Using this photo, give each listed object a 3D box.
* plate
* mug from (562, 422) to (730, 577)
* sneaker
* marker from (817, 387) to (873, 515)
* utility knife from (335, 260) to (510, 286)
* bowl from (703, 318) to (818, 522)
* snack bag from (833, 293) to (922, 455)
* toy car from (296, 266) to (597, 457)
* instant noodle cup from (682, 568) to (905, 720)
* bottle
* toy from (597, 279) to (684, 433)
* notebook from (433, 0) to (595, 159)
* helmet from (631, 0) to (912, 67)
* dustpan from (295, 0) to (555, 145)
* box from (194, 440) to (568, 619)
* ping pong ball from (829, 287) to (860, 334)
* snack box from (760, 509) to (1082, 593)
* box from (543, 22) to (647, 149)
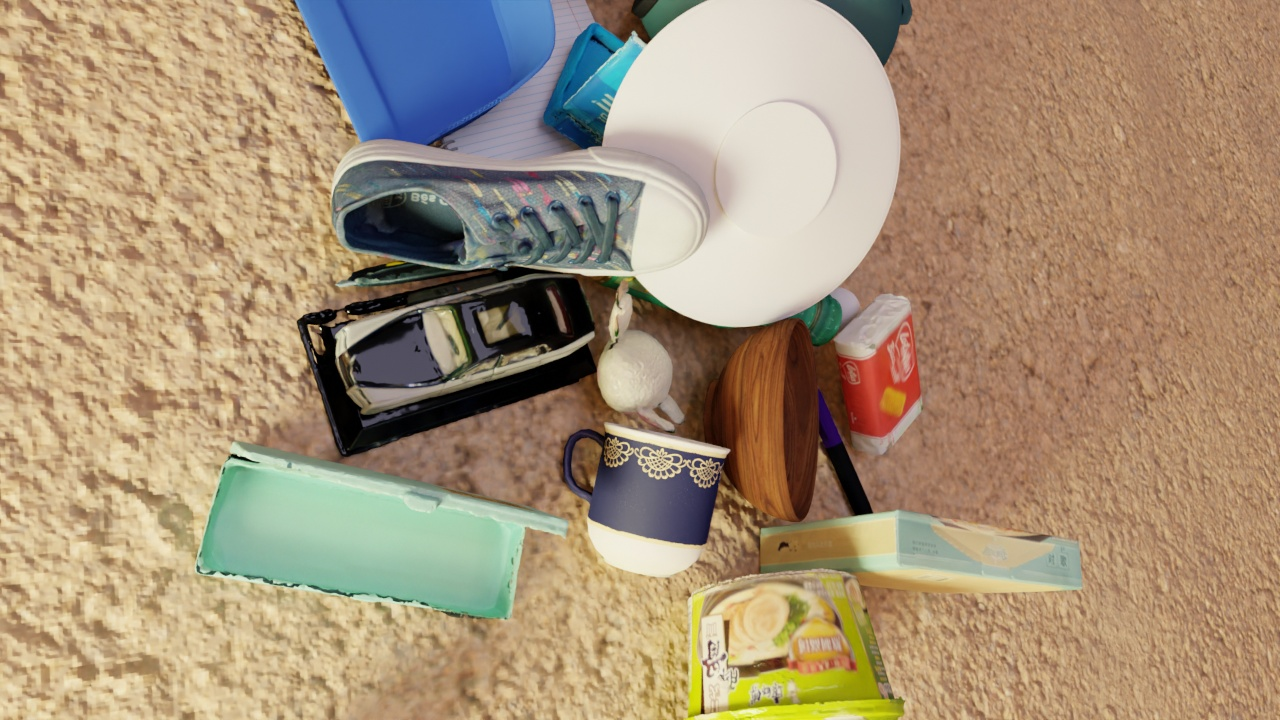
[{"bbox_3d":[0.086,-0.130,0.624,0.229,0.030,0.230,-6,110,-18],"label":"plate"},{"bbox_3d":[-0.004,0.091,0.616,0.112,0.085,0.089,11,87,16],"label":"mug"},{"bbox_3d":[-0.073,-0.081,0.562,0.235,0.088,0.079,4,38,-5],"label":"sneaker"},{"bbox_3d":[0.166,0.083,0.757,0.015,0.018,0.134,-24,91,8],"label":"marker"},{"bbox_3d":[-0.121,-0.066,0.612,0.172,0.029,0.020,-17,108,-33],"label":"utility knife"},{"bbox_3d":[0.085,0.043,0.676,0.147,0.069,0.147,0,90,-70],"label":"bowl"},{"bbox_3d":[0.198,0.012,0.758,0.076,0.036,0.116,-40,127,-33],"label":"snack bag"},{"bbox_3d":[-0.106,-0.015,0.584,0.191,0.071,0.094,-17,85,-33],"label":"toy car"},{"bbox_3d":[0.096,0.199,0.614,0.146,0.147,0.097,10,61,-30],"label":"instant noodle cup"},{"bbox_3d":[0.063,-0.059,0.700,0.209,0.068,0.068,18,68,-27],"label":"bottle"},{"bbox_3d":[-0.004,0.004,0.643,0.112,0.050,0.087,59,22,-8],"label":"toy"},{"bbox_3d":[-0.097,-0.224,0.680,0.177,0.013,0.245,-25,91,-36],"label":"notebook"},{"bbox_3d":[0.122,-0.304,0.745,0.200,0.177,0.274,31,49,-17],"label":"helmet"},{"bbox_3d":[-0.112,-0.278,0.642,0.256,0.060,0.245,-26,91,-38],"label":"dustpan"},{"bbox_3d":[-0.140,0.097,0.518,0.188,0.093,0.077,19,67,-27],"label":"box"},{"bbox_3d":[0.165,-0.042,0.776,0.040,0.040,0.040,9,73,-30],"label":"ping pong ball"},{"bbox_3d":[0.209,0.150,0.691,0.193,0.142,0.044,12,71,-29],"label":"snack box"},{"bbox_3d":[0.062,-0.164,0.692,0.243,0.115,0.093,31,61,-25],"label":"box"}]
